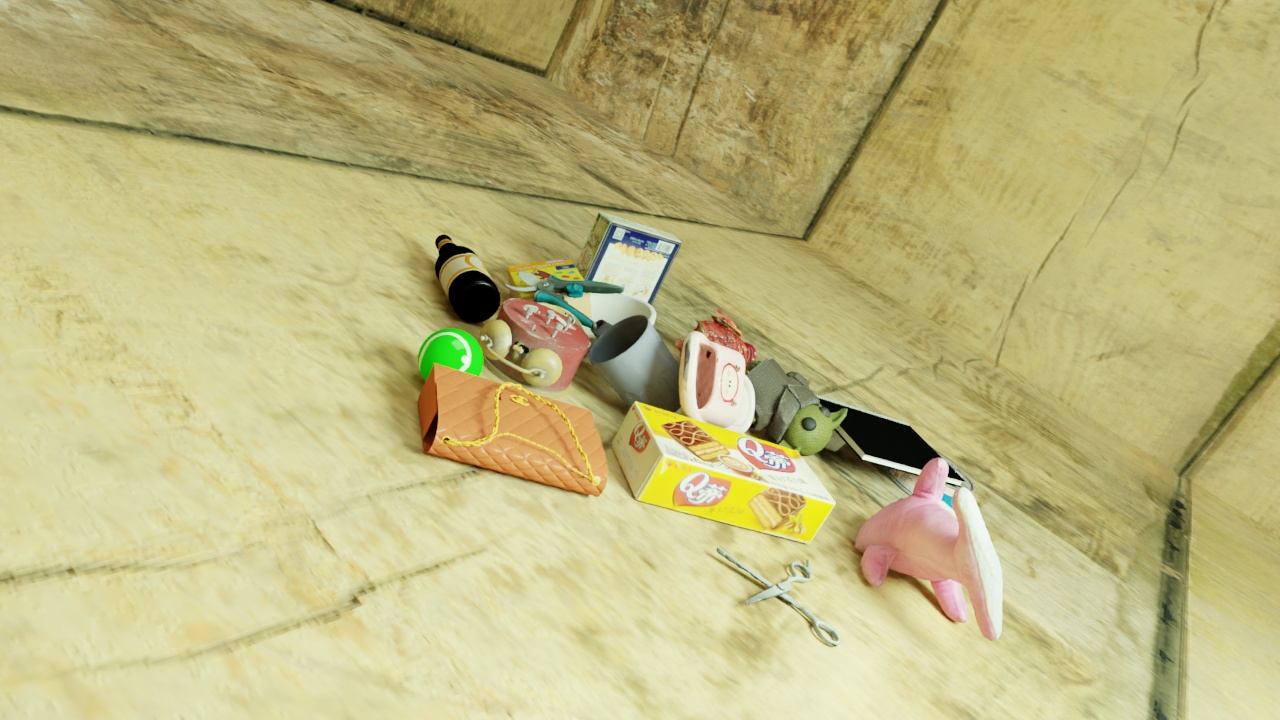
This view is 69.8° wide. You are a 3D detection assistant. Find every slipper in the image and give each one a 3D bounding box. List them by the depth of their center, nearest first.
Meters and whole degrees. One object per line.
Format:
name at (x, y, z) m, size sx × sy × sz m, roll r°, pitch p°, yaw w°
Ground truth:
slipper at (0.096, 0.036, 1.095) m, size 0.056 × 0.106 × 0.221 m, roll 1°, pitch -16°, yaw 26°

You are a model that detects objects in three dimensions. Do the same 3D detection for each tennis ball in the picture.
tennis ball at (-0.192, 0.000, 0.928) m, size 0.065 × 0.065 × 0.065 m, roll 25°, pitch 19°, yaw -10°

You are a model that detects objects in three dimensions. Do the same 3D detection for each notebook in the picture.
notebook at (0.356, 0.116, 1.329) m, size 0.206 × 0.016 × 0.149 m, roll 16°, pitch 23°, yaw -30°

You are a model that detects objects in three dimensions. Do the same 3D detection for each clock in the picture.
clock at (-0.122, -0.020, 1.052) m, size 0.117 × 0.081 × 0.158 m, roll 31°, pitch 19°, yaw 8°

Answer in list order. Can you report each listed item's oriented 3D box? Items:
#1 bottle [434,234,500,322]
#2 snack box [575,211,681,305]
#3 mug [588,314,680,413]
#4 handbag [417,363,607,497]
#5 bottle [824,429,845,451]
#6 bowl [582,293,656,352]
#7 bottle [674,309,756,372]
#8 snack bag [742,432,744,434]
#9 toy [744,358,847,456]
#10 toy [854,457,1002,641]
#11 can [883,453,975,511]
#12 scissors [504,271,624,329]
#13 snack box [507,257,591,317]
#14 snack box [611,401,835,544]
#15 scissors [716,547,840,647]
bottle at (-0.232, -0.116, 1.179) m, size 0.059 × 0.059 × 0.181 m, roll 15°, pitch 23°, yaw -34°
snack box at (-0.028, -0.138, 1.387) m, size 0.144 × 0.145 × 0.042 m, roll 10°, pitch 24°, yaw -41°
mug at (-0.007, 0.006, 1.103) m, size 0.104 × 0.083 × 0.124 m, roll 53°, pitch -10°, yaw -26°
handbag at (-0.118, 0.067, 0.876) m, size 0.171 × 0.060 × 0.108 m, roll 19°, pitch 25°, yaw -26°
bottle at (0.233, 0.090, 1.320) m, size 0.136 × 0.044 × 0.044 m, roll 22°, pitch 20°, yaw -19°
bowl at (-0.054, -0.043, 1.224) m, size 0.149 × 0.043 × 0.149 m, roll -1°, pitch 26°, yaw 0°
bottle at (0.111, -0.020, 1.357) m, size 0.111 × 0.099 × 0.099 m, roll 24°, pitch 19°, yaw -27°
snack bag at (0.096, 0.070, 1.226) m, size 0.070 × 0.016 × 0.196 m, roll 22°, pitch 20°, yaw -25°
toy at (0.191, 0.063, 1.238) m, size 0.153 × 0.078 × 0.178 m, roll 43°, pitch 47°, yaw 21°
toy at (0.306, 0.209, 1.013) m, size 0.128 × 0.186 × 0.265 m, roll -12°, pitch 0°, yaw -4°
can at (0.434, 0.175, 1.382) m, size 0.130 × 0.044 × 0.129 m, roll 25°, pitch 19°, yaw -10°
scissors at (-0.092, -0.079, 1.145) m, size 0.155 × 0.019 × 0.124 m, roll -6°, pitch 44°, yaw -6°
snack box at (-0.124, -0.093, 1.230) m, size 0.088 × 0.040 × 0.125 m, roll -10°, pitch 27°, yaw -13°
snack box at (0.090, 0.124, 1.009) m, size 0.230 × 0.062 × 0.110 m, roll 18°, pitch 21°, yaw -26°
scissors at (0.144, 0.224, 0.902) m, size 0.141 × 0.014 × 0.174 m, roll 40°, pitch 20°, yaw 23°
